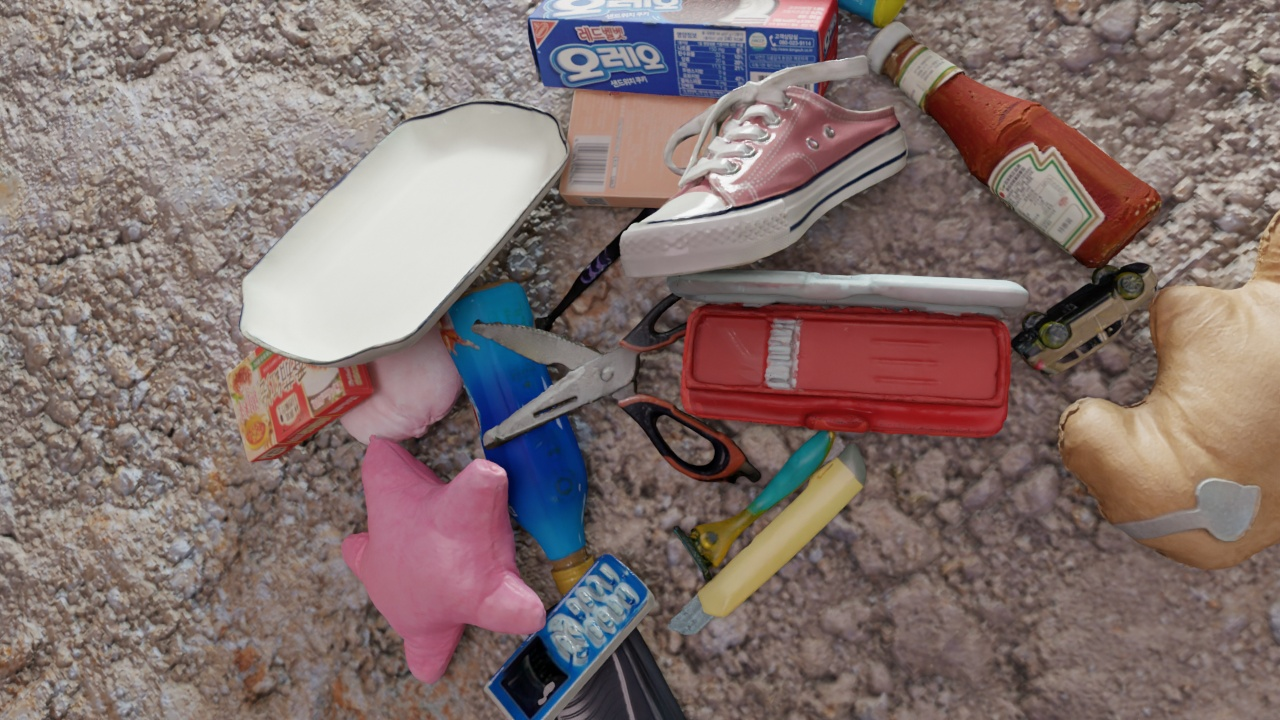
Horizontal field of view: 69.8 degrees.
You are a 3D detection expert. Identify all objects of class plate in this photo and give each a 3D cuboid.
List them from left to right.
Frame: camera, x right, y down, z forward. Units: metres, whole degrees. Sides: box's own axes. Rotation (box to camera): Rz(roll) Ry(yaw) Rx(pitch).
[{"bbox_3d":[-0.154,-0.089,0.634,0.162,0.034,0.265,16,55,26],"label":"plate"}]

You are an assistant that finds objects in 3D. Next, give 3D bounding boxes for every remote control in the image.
[{"bbox_3d":[-0.046,0.188,0.605,0.125,0.024,0.049,-47,56,-7],"label":"remote control"}]

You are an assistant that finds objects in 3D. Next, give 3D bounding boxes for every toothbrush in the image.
[{"bbox_3d":[-0.026,-0.075,0.668,0.189,0.016,0.014,-46,74,6],"label":"toothbrush"}]

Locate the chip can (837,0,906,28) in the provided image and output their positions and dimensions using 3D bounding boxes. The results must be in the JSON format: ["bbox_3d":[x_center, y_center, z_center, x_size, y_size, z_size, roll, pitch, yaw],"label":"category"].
[{"bbox_3d":[0.087,-0.301,0.628,0.210,0.071,0.071,30,93,17],"label":"chip can"}]

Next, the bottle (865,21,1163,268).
[{"bbox_3d":[0.228,-0.143,0.583,0.060,0.059,0.206,-46,71,7],"label":"bottle"}]

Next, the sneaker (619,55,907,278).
[{"bbox_3d":[0.073,-0.120,0.543,0.118,0.240,0.088,3,118,50],"label":"sneaker"}]

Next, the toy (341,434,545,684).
[{"bbox_3d":[-0.143,0.124,0.636,0.195,0.074,0.178,-38,80,37],"label":"toy"}]

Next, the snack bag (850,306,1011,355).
[{"bbox_3d":[0.184,-0.014,0.598,0.105,0.026,0.045,29,94,17],"label":"snack bag"}]

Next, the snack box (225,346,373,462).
[{"bbox_3d":[-0.258,0.017,0.685,0.153,0.025,0.075,-28,76,38],"label":"snack box"}]

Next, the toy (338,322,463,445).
[{"bbox_3d":[-0.196,-0.014,0.687,0.121,0.054,0.159,-35,77,17],"label":"toy"}]

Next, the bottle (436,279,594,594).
[{"bbox_3d":[-0.079,0.055,0.638,0.065,0.065,0.218,-19,90,13],"label":"bottle"}]

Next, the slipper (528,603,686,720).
[{"bbox_3d":[-0.009,0.286,0.595,0.111,0.083,0.268,-29,75,11],"label":"slipper"}]

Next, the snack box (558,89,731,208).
[{"bbox_3d":[0.024,-0.150,0.650,0.157,0.026,0.084,5,79,15],"label":"snack box"}]

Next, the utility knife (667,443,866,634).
[{"bbox_3d":[0.086,0.125,0.615,0.179,0.019,0.031,-43,71,2],"label":"utility knife"}]

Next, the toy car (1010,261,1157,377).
[{"bbox_3d":[0.275,-0.027,0.566,0.090,0.042,0.035,-39,98,14],"label":"toy car"}]

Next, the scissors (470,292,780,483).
[{"bbox_3d":[-0.002,0.006,0.617,0.225,0.015,0.189,29,83,-8],"label":"scissors"}]

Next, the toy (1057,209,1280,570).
[{"bbox_3d":[0.350,0.013,0.522,0.143,0.082,0.226,37,93,2],"label":"toy"}]

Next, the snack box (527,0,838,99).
[{"bbox_3d":[0.027,-0.218,0.629,0.208,0.057,0.058,10,49,20],"label":"snack box"}]

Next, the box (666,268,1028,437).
[{"bbox_3d":[0.118,-0.004,0.548,0.201,0.100,0.094,3,86,15],"label":"box"}]

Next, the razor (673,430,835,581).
[{"bbox_3d":[0.081,0.091,0.613,0.133,0.028,0.043,-45,53,14],"label":"razor"}]
